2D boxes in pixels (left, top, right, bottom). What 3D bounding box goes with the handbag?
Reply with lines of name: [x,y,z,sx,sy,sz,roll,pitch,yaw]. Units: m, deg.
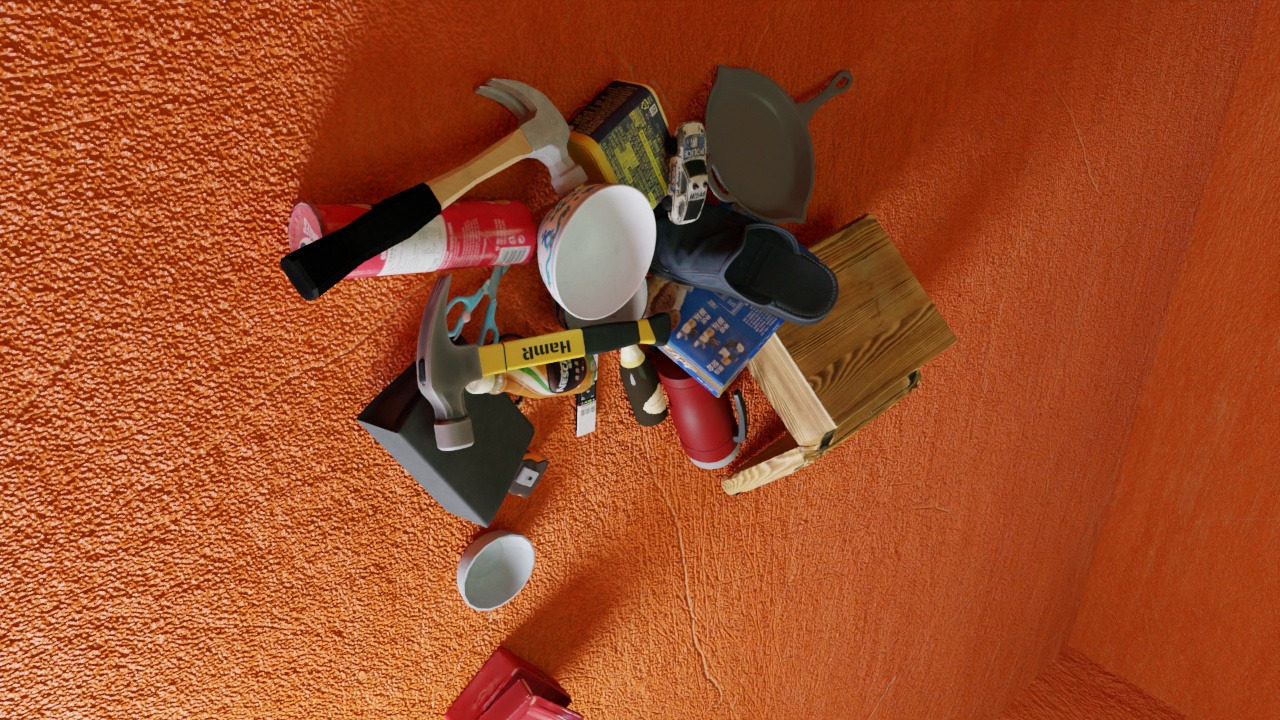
handbag: [-0.181,0.050,1.017,0.195,0.072,0.176,-56,136,-25]

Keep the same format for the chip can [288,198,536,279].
chip can: [-0.210,-0.119,0.884,0.232,0.073,0.073,-11,119,-42]

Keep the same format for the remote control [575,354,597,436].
remote control: [-0.069,0.037,1.154,0.028,0.012,0.124,-19,124,-37]

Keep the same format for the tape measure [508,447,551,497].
tape measure: [-0.145,0.134,1.114,0.058,0.038,0.058,-57,138,-4]

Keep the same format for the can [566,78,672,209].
can: [-0.020,-0.224,1.011,0.104,0.075,0.135,-47,137,-18]

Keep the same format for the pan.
pan: [0.180,-0.296,1.168,0.353,0.024,0.216,-43,109,-36]

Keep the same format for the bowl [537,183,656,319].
bowl: [-0.060,-0.123,0.959,0.143,0.074,0.144,-28,132,-37]

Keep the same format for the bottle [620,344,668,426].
bottle: [-0.007,0.007,1.172,0.045,0.045,0.185,-39,134,-22]

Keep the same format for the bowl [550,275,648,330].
bowl: [-0.054,-0.076,1.065,0.115,0.059,0.116,-15,118,-31]

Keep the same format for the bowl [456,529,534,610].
bowl: [-0.185,0.254,1.140,0.106,0.039,0.106,-22,126,-35]

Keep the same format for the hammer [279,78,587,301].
hammer: [-0.183,-0.154,0.841,0.327,0.039,0.131,-43,110,-37]

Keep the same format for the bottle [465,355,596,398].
bottle: [-0.123,0.014,1.015,0.166,0.059,0.059,-5,116,-49]

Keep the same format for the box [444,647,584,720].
box: [-0.172,0.483,1.253,0.129,0.098,0.157,-46,140,-9]

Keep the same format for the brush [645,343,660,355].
brush: [0.036,-0.019,1.225,0.039,0.012,0.151,-55,139,-7]

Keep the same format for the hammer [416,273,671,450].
hammer: [-0.091,-0.019,0.983,0.323,0.034,0.170,-12,96,-39]

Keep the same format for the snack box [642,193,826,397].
snack box: [0.105,-0.083,1.142,0.202,0.155,0.069,-49,172,-11]

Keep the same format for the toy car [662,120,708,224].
toy car: [0.054,-0.206,1.012,0.048,0.040,0.113,-21,122,-43]

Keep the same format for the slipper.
slipper: [0.112,-0.128,1.069,0.083,0.265,0.108,107,6,-76]

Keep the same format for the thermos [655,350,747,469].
thermos: [0.092,0.063,1.247,0.199,0.108,0.083,69,36,-46]

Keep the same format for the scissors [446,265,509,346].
scissors: [-0.157,-0.062,0.987,0.142,0.015,0.095,-54,134,-26]

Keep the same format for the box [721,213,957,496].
box: [0.245,0.016,1.374,0.278,0.286,0.337,-29,172,-32]
